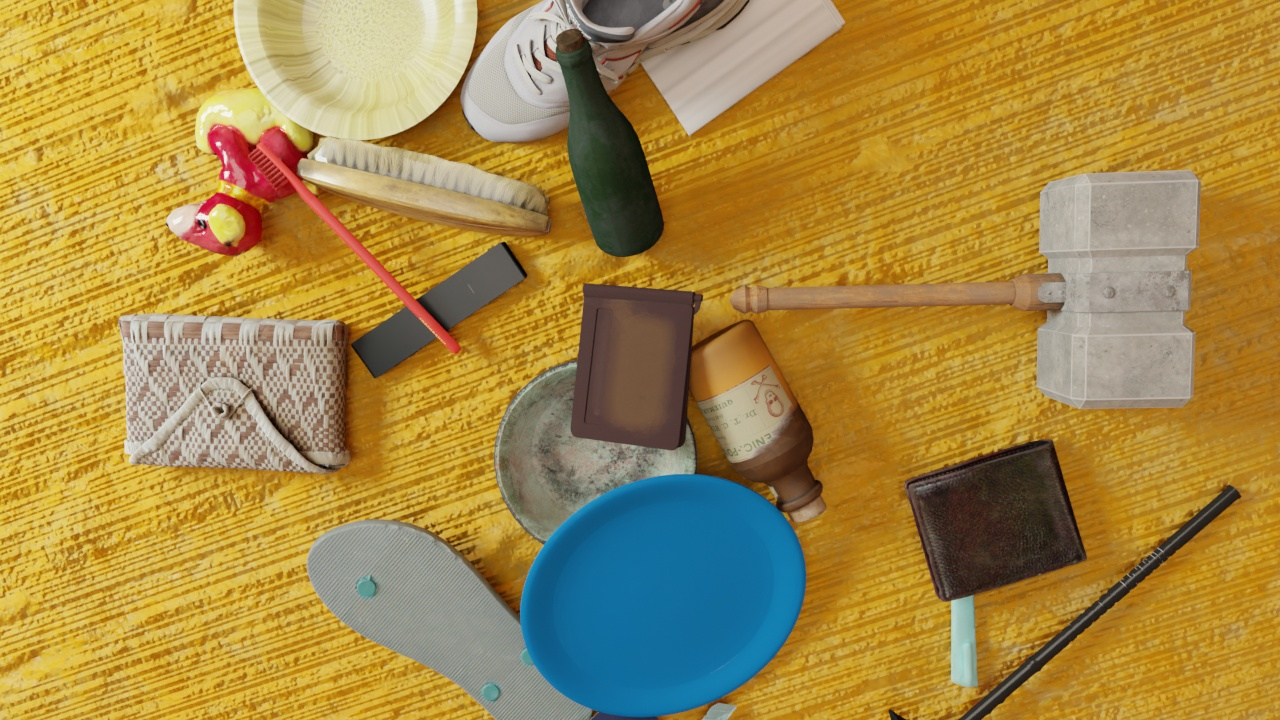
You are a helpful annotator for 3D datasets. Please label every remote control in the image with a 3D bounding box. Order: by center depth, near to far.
[{"bbox_3d":[-0.161,-0.040,0.734,0.150,0.013,0.034,-33,97,7],"label":"remote control"}]

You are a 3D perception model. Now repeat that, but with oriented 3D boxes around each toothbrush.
[{"bbox_3d":[-0.217,-0.080,0.702,0.017,0.012,0.212,-46,103,-17],"label":"toothbrush"}]

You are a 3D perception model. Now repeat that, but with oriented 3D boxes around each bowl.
[{"bbox_3d":[-0.034,0.075,0.725,0.157,0.038,0.157,0,96,4],"label":"bowl"}]

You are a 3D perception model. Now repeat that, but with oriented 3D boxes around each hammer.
[{"bbox_3d":[0.225,-0.048,0.672,0.318,0.083,0.163,-1,96,4],"label":"hammer"},{"bbox_3d":[0.337,0.207,0.720,0.325,0.015,0.095,-43,109,4],"label":"hammer"}]

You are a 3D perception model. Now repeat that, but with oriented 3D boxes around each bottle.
[{"bbox_3d":[-0.026,-0.150,0.641,0.055,0.174,0.055,-8,51,10],"label":"bottle"},{"bbox_3d":[0.092,0.051,0.700,0.068,0.067,0.157,-29,94,6],"label":"bottle"}]

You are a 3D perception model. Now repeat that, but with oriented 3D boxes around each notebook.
[{"bbox_3d":[0.037,-0.300,0.695,0.143,0.009,0.210,-34,93,7],"label":"notebook"}]

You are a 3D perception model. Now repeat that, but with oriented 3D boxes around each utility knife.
[{"bbox_3d":[0.257,0.181,0.729,0.022,0.015,0.166,-5,97,-9],"label":"utility knife"},{"bbox_3d":[0.010,0.368,0.766,0.031,0.015,0.222,35,100,-2],"label":"utility knife"}]

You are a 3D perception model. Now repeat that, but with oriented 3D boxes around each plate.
[{"bbox_3d":[-0.212,-0.260,0.702,0.184,0.036,0.184,0,96,4],"label":"plate"},{"bbox_3d":[0.018,0.182,0.715,0.224,0.024,0.225,-4,114,-10],"label":"plate"}]

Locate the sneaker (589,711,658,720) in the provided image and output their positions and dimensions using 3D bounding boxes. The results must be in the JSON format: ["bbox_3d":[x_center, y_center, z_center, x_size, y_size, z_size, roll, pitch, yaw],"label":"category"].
[{"bbox_3d":[-0.056,0.400,0.752,0.091,0.119,0.232,28,62,10],"label":"sneaker"}]

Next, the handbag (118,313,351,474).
[{"bbox_3d":[-0.326,0.027,0.736,0.186,0.047,0.124,2,95,3],"label":"handbag"}]

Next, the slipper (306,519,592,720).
[{"bbox_3d":[-0.144,0.213,0.749,0.269,0.054,0.098,41,95,-12],"label":"slipper"}]

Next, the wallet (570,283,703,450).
[{"bbox_3d":[-0.004,0.004,0.675,0.091,0.018,0.115,6,95,19],"label":"wallet"}]

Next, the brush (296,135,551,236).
[{"bbox_3d":[-0.163,-0.131,0.701,0.195,0.059,0.043,12,86,-2],"label":"brush"}]

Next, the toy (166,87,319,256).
[{"bbox_3d":[-0.302,-0.146,0.714,0.105,0.067,0.137,18,85,-1],"label":"toy"}]

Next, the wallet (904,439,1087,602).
[{"bbox_3d":[0.274,0.124,0.711,0.120,0.031,0.099,-17,91,-2],"label":"wallet"}]

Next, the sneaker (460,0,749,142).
[{"bbox_3d":[-0.037,-0.234,0.642,0.240,0.124,0.089,-27,94,12],"label":"sneaker"}]
